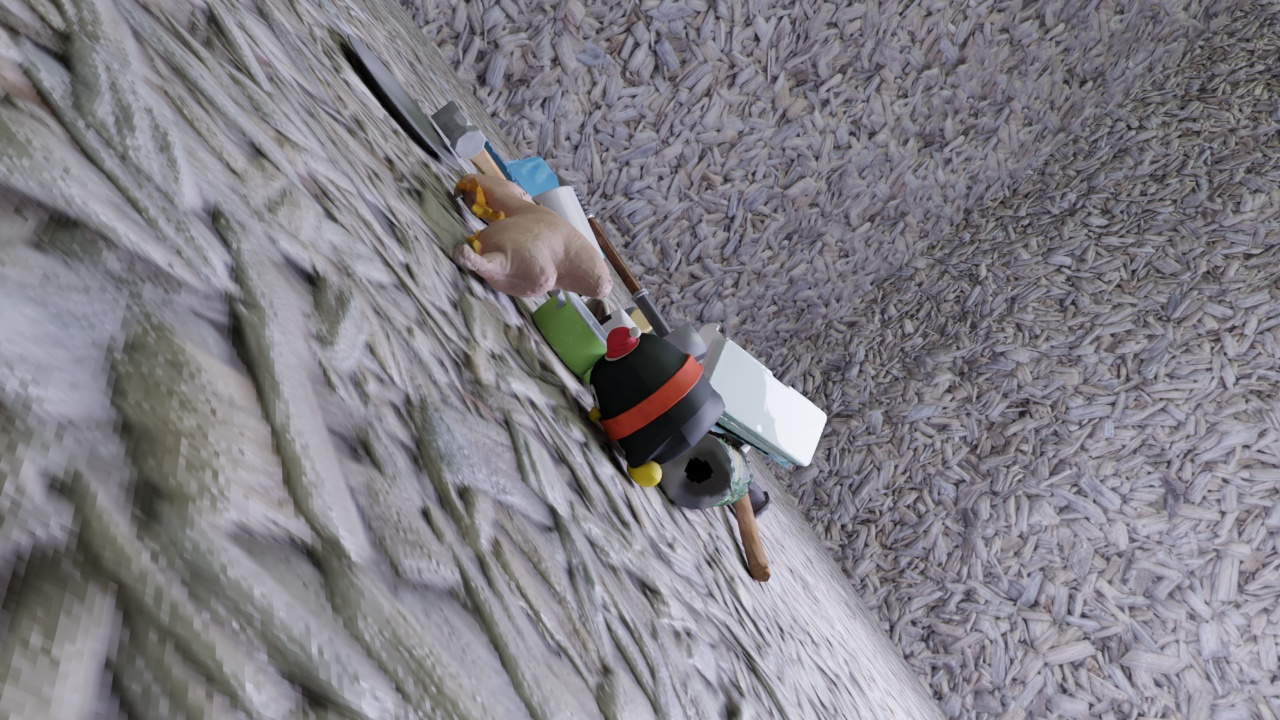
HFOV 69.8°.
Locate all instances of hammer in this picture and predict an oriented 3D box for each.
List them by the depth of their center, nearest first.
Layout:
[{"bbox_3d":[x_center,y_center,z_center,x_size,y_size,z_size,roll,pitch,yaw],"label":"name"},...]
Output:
[{"bbox_3d":[0.129,0.193,1.132,0.098,0.052,0.328,52,7,-7],"label":"hammer"},{"bbox_3d":[-0.022,-0.112,1.160,0.322,0.043,0.156,56,-7,12],"label":"hammer"},{"bbox_3d":[-0.160,-0.200,1.199,0.328,0.039,0.131,53,-1,-42],"label":"hammer"}]

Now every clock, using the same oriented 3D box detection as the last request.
[{"bbox_3d":[-0.057,-0.020,0.865,0.119,0.042,0.094,50,6,-21],"label":"clock"}]

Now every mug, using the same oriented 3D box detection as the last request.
[{"bbox_3d":[-0.100,-0.151,1.137,0.112,0.078,0.097,107,-42,-88],"label":"mug"}]

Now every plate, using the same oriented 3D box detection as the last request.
[{"bbox_3d":[-0.261,-0.278,1.005,0.178,0.012,0.178,52,4,-6],"label":"plate"}]

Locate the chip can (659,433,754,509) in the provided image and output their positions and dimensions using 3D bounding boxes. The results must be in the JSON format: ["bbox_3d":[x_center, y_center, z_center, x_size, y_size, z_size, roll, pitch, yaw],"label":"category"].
[{"bbox_3d":[0.071,0.113,0.933,0.075,0.075,0.223,53,4,12],"label":"chip can"}]

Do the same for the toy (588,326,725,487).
[{"bbox_3d":[0.004,0.026,0.747,0.119,0.100,0.097,53,7,-10],"label":"toy"}]

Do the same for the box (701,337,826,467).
[{"bbox_3d":[0.099,0.052,0.969,0.096,0.085,0.198,6,-22,48],"label":"box"}]

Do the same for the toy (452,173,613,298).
[{"bbox_3d":[-0.128,-0.126,0.832,0.195,0.065,0.264,11,22,-42],"label":"toy"}]

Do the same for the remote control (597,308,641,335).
[{"bbox_3d":[-0.006,0.006,1.070,0.138,0.060,0.025,51,8,-21],"label":"remote control"}]

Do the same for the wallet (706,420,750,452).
[{"bbox_3d":[0.082,0.099,1.105,0.072,0.019,0.123,53,-28,6],"label":"wallet"}]

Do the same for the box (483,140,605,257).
[{"bbox_3d":[-0.161,-0.241,1.464,0.231,0.066,0.172,54,25,17],"label":"box"}]

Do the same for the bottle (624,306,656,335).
[{"bbox_3d":[-0.004,-0.037,1.288,0.072,0.046,0.161,53,-11,7],"label":"bottle"}]

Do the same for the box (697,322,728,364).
[{"bbox_3d":[0.087,0.031,1.278,0.118,0.160,0.084,31,13,-48],"label":"box"}]

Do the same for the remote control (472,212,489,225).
[{"bbox_3d":[-0.167,-0.162,1.045,0.034,0.013,0.150,58,5,12],"label":"remote control"}]

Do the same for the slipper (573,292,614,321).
[{"bbox_3d":[-0.011,-0.004,1.169,0.263,0.052,0.115,49,7,-43],"label":"slipper"}]
